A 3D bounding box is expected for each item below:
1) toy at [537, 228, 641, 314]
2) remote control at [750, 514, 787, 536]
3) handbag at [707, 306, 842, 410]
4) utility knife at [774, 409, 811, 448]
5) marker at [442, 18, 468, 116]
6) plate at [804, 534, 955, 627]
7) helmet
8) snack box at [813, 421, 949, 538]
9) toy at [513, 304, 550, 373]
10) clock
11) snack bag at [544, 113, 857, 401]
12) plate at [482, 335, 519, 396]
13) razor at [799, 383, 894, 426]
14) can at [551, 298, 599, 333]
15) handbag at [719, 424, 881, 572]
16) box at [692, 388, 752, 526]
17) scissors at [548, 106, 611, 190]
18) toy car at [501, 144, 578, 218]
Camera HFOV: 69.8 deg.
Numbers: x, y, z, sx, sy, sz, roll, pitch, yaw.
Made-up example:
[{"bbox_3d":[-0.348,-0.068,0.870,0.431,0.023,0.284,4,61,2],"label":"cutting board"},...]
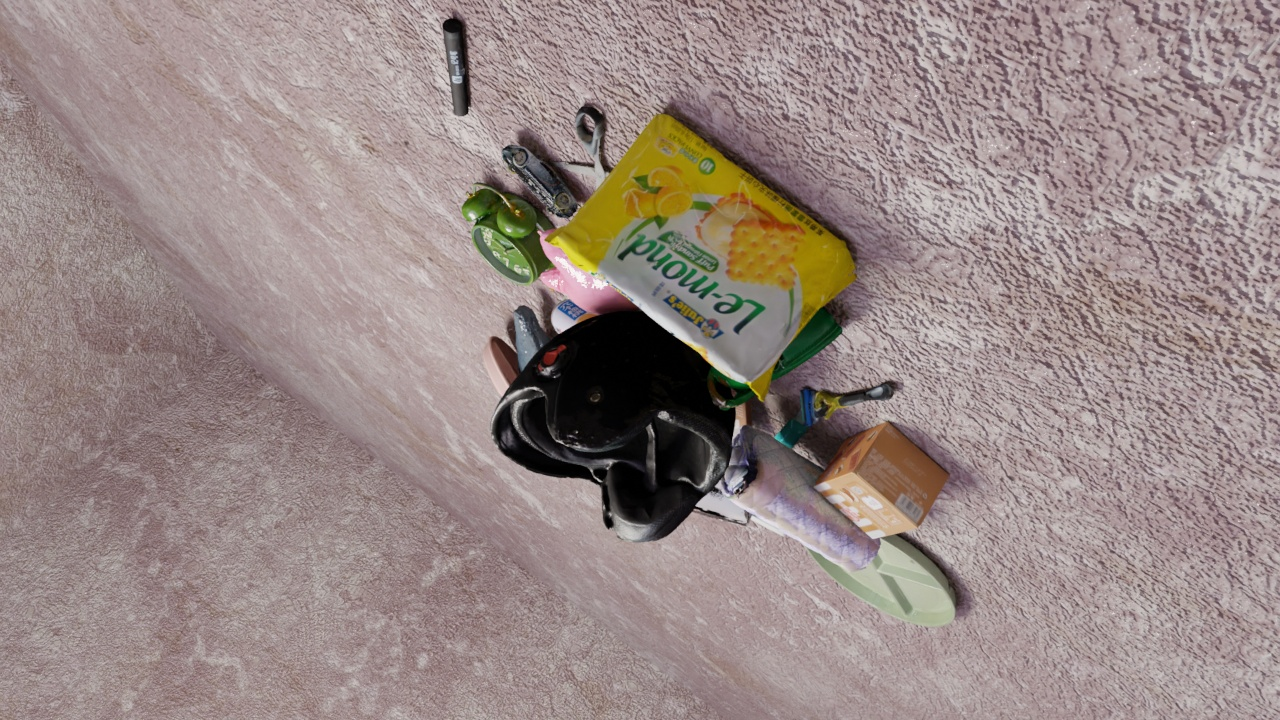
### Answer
[{"bbox_3d":[-0.038,-0.100,1.037,0.178,0.074,0.195,30,158,-25],"label":"toy"},{"bbox_3d":[0.158,0.195,1.301,0.150,0.058,0.021,25,155,32],"label":"remote control"},{"bbox_3d":[0.128,-0.009,0.911,0.068,0.120,0.131,46,158,-1],"label":"handbag"},{"bbox_3d":[0.186,0.094,1.138,0.029,0.013,0.193,34,158,8],"label":"utility knife"},{"bbox_3d":[-0.196,-0.310,0.978,0.132,0.020,0.022,105,142,-66],"label":"marker"},{"bbox_3d":[0.324,0.283,1.252,0.230,0.027,0.231,32,155,17],"label":"plate"},{"bbox_3d":[-0.025,0.057,1.036,0.275,0.229,0.234,3,143,21],"label":"helmet"},{"bbox_3d":[0.264,0.133,1.014,0.093,0.076,0.095,41,156,-2],"label":"snack box"},{"bbox_3d":[-0.106,0.053,1.394,0.138,0.091,0.356,9,140,55],"label":"toy"},{"bbox_3d":[-0.162,-0.160,1.146,0.116,0.056,0.161,22,150,33],"label":"clock"},{"bbox_3d":[0.057,-0.096,0.826,0.246,0.158,0.068,37,174,6],"label":"snack bag"},{"bbox_3d":[-0.179,0.062,1.454,0.229,0.028,0.229,55,-176,-6],"label":"plate"},{"bbox_3d":[0.223,0.042,0.985,0.143,0.022,0.042,-21,73,60],"label":"razor"},{"bbox_3d":[-0.068,-0.039,1.185,0.053,0.053,0.134,55,169,-32],"label":"can"},{"bbox_3d":[0.185,0.159,1.087,0.194,0.076,0.134,30,-158,-17],"label":"handbag"},{"bbox_3d":[0.061,0.105,1.210,0.178,0.088,0.262,12,148,22],"label":"box"},{"bbox_3d":[-0.037,-0.194,0.962,0.159,0.014,0.177,37,160,13],"label":"scissors"},{"bbox_3d":[-0.111,-0.202,1.024,0.105,0.031,0.049,44,167,-14],"label":"toy car"}]
